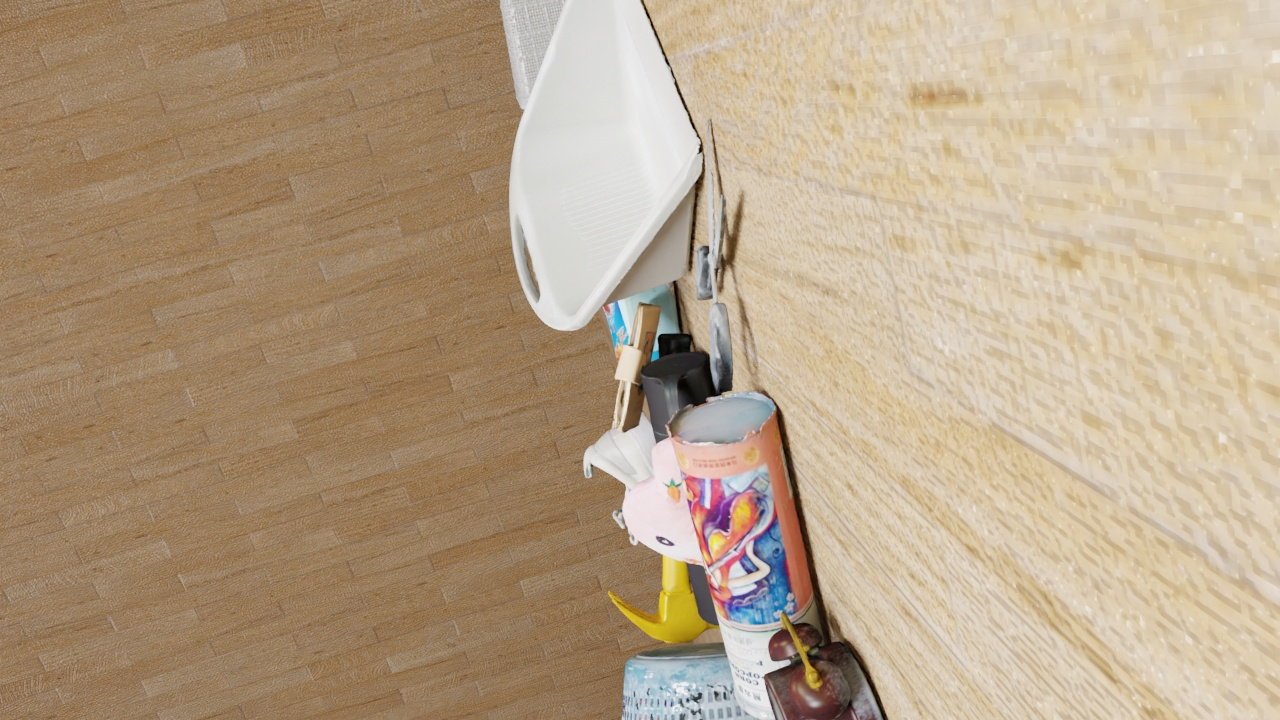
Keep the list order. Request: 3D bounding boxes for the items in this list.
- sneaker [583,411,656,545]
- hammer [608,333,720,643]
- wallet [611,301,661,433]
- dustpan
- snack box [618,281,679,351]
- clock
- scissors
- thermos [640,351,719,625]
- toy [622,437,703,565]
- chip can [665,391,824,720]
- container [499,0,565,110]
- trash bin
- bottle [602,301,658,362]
[{"bbox_3d":[0.026,0.166,0.948,0.242,0.091,0.089,56,179,-24],"label":"sneaker"},{"bbox_3d":[0.033,0.125,0.876,0.033,0.128,0.301,-157,66,-73],"label":"hammer"},{"bbox_3d":[-0.005,0.005,0.824,0.087,0.024,0.115,-25,-53,-83],"label":"wallet"},{"bbox_3d":[-0.050,-0.147,0.708,0.258,0.142,0.222,78,174,-66],"label":"dustpan"},{"bbox_3d":[0.000,-0.087,0.880,0.175,0.051,0.074,80,174,-54],"label":"snack box"},{"bbox_3d":[0.108,0.206,0.550,0.082,0.055,0.122,-118,9,-75],"label":"clock"},{"bbox_3d":[0.044,-0.057,0.562,0.180,0.014,0.159,-98,1,-88],"label":"scissors"},{"bbox_3d":[0.054,0.119,0.804,0.089,0.068,0.243,-61,-42,-65],"label":"thermos"},{"bbox_3d":[0.046,0.112,0.706,0.160,0.121,0.054,91,-168,-52],"label":"toy"},{"bbox_3d":[0.075,0.129,0.603,0.071,0.071,0.215,-116,11,-69],"label":"chip can"},{"bbox_3d":[-0.092,-0.326,0.930,0.090,0.090,0.114,-115,13,-63],"label":"container"},{"bbox_3d":[0.069,0.350,0.794,0.227,0.226,0.195,90,175,-78],"label":"trash bin"},{"bbox_3d":[-0.023,-0.092,1.053,0.065,0.065,0.218,92,160,-79],"label":"bottle"}]
